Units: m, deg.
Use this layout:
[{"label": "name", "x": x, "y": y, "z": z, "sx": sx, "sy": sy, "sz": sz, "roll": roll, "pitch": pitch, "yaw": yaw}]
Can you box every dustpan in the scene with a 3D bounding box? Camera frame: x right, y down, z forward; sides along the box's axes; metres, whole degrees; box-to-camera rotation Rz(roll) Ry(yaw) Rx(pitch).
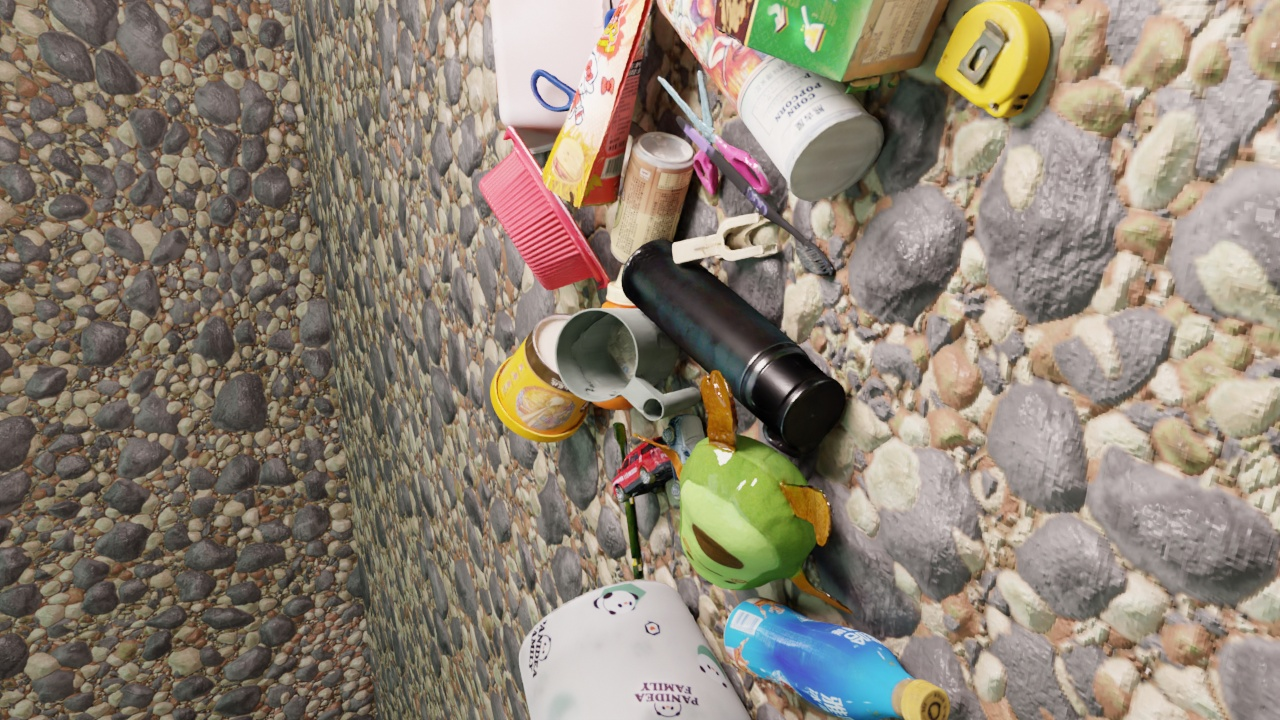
[{"label": "dustpan", "x": -0.083, "y": -0.338, "z": 1.002, "sx": 0.273, "sy": 0.139, "sz": 0.223, "roll": -94, "pitch": 0, "yaw": -75}]

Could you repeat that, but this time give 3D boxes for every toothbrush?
[{"label": "toothbrush", "x": -0.015, "y": 0.161, "z": 1.049, "sx": 0.017, "sy": 0.012, "sz": 0.186, "roll": -170, "pitch": 71, "yaw": -67}, {"label": "toothbrush", "x": 0.083, "y": -0.129, "z": 0.709, "sx": 0.189, "sy": 0.016, "sz": 0.014, "roll": 50, "pitch": 150, "yaw": 22}]

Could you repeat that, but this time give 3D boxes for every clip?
[{"label": "clip", "x": 0.072, "y": -0.098, "z": 0.755, "sx": 0.100, "sy": 0.070, "sz": 0.034, "roll": -2, "pitch": 98, "yaw": 59}]

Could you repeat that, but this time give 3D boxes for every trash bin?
[{"label": "trash bin", "x": 0.004, "y": 0.368, "z": 0.878, "sx": 0.251, "sy": 0.229, "sz": 0.230, "roll": -119, "pitch": 31, "yaw": -41}]

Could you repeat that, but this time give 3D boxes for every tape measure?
[{"label": "tape measure", "x": 0.195, "y": -0.169, "z": 0.508, "sx": 0.060, "sy": 0.028, "sz": 0.057, "roll": 56, "pitch": 144, "yaw": 37}]

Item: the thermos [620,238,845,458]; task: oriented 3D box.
[{"label": "thermos", "x": 0.068, "y": -0.011, "z": 0.766, "sx": 0.242, "sy": 0.068, "sz": 0.090, "roll": 48, "pitch": 143, "yaw": 45}]

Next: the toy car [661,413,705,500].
[{"label": "toy car", "x": 0.049, "y": 0.095, "z": 0.871, "sx": 0.034, "sy": 0.042, "sz": 0.090, "roll": -9, "pitch": 91, "yaw": 48}]

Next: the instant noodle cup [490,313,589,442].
[{"label": "instant noodle cup", "x": -0.099, "y": 0.016, "z": 1.054, "sx": 0.115, "sy": 0.118, "sz": 0.118, "roll": -54, "pitch": 52, "yaw": 45}]

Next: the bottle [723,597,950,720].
[{"label": "bottle", "x": 0.147, "y": 0.236, "z": 0.711, "sx": 0.219, "sy": 0.065, "sz": 0.065, "roll": -3, "pitch": 97, "yaw": 62}]

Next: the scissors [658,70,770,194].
[{"label": "scissors", "x": 0.056, "y": -0.177, "z": 0.744, "sx": 0.133, "sy": 0.017, "sz": 0.134, "roll": 50, "pitch": 166, "yaw": 6}]

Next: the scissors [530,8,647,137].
[{"label": "scissors", "x": -0.038, "y": -0.249, "z": 0.878, "sx": 0.162, "sy": 0.012, "sz": 0.176, "roll": 15, "pitch": 105, "yaw": 25}]

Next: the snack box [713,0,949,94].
[{"label": "snack box", "x": 0.124, "y": -0.232, "z": 0.547, "sx": 0.105, "sy": 0.118, "sz": 0.118, "roll": 45, "pitch": 139, "yaw": 29}]

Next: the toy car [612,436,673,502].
[{"label": "toy car", "x": 0.010, "y": 0.111, "z": 0.943, "sx": 0.121, "sy": 0.052, "sz": 0.045, "roll": -48, "pitch": 56, "yaw": 54}]

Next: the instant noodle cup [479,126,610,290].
[{"label": "instant noodle cup", "x": -0.106, "y": -0.143, "z": 0.955, "sx": 0.194, "sy": 0.066, "sz": 0.194, "roll": 56, "pitch": 179, "yaw": 1}]

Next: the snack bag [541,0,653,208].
[{"label": "snack bag", "x": -0.024, "y": -0.242, "z": 0.803, "sx": 0.128, "sy": 0.073, "sz": 0.208, "roll": -94, "pitch": 22, "yaw": -60}]

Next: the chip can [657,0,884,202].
[{"label": "chip can", "x": 0.086, "y": -0.212, "z": 0.656, "sx": 0.214, "sy": 0.071, "sz": 0.071, "roll": 62, "pitch": 148, "yaw": 31}]

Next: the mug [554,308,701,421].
[{"label": "mug", "x": -0.005, "y": 0.005, "z": 0.849, "sx": 0.124, "sy": 0.103, "sz": 0.084, "roll": 43, "pitch": 110, "yaw": 15}]

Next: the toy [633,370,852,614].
[{"label": "toy", "x": 0.081, "y": 0.123, "z": 0.738, "sx": 0.227, "sy": 0.089, "sz": 0.247, "roll": 43, "pitch": 157, "yaw": 21}]

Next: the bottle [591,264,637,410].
[{"label": "bottle", "x": -0.020, "y": -0.026, "z": 0.942, "sx": 0.067, "sy": 0.066, "sz": 0.150, "roll": 36, "pitch": 123, "yaw": 53}]

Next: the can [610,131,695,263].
[{"label": "can", "x": 0.010, "y": -0.145, "z": 0.838, "sx": 0.058, "sy": 0.058, "sz": 0.117, "roll": 57, "pitch": 145, "yaw": 37}]
